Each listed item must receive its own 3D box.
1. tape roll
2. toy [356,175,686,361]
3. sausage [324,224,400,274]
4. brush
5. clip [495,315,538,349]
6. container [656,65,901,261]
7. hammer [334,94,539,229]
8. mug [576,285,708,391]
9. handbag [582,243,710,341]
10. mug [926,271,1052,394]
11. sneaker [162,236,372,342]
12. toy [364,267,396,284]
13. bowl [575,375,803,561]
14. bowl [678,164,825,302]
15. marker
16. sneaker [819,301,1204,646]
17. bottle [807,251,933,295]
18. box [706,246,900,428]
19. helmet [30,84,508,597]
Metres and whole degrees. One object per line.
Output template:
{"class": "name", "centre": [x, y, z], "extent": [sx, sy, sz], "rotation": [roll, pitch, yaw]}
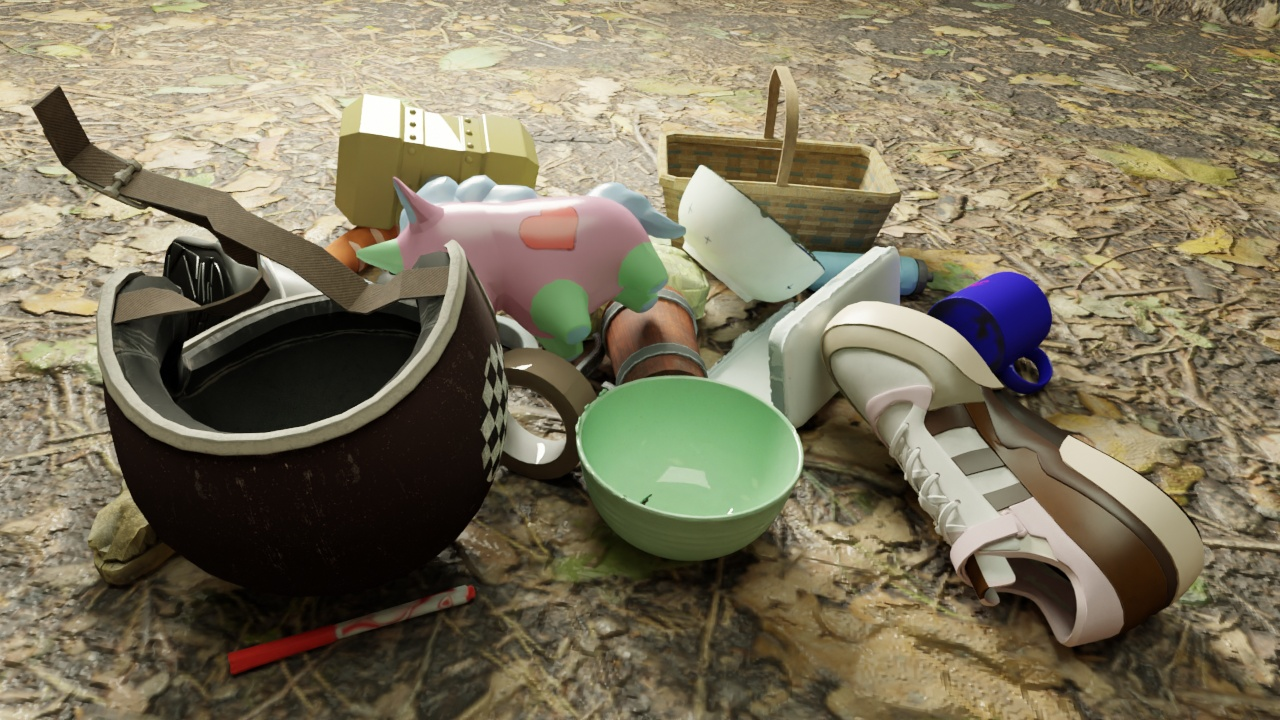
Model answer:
{"class": "tape roll", "centre": [-0.076, 0.039, 0.657], "extent": [0.094, 0.094, 0.030], "rotation": [15, 35, 16]}
{"class": "toy", "centre": [-0.082, -0.085, 0.697], "extent": [0.221, 0.120, 0.171], "rotation": [-34, 81, -19]}
{"class": "sausage", "centre": [-0.274, -0.116, 0.921], "extent": [0.044, 0.039, 0.163], "rotation": [17, 35, 13]}
{"class": "brush", "centre": [-0.308, 0.069, 0.625], "extent": [0.059, 0.043, 0.194], "rotation": [8, 36, 4]}
{"class": "clip", "centre": [-0.182, -0.012, 0.784], "extent": [0.164, 0.031, 0.169], "rotation": [-23, 41, -38]}
{"class": "container", "centre": [0.143, -0.210, 0.981], "extent": [0.250, 0.187, 0.157], "rotation": [4, 33, -1]}
{"class": "hammer", "centre": [-0.183, -0.116, 0.836], "extent": [0.190, 0.101, 0.324], "rotation": [5, 38, -18]}
{"class": "mug", "centre": [-0.004, 0.004, 0.745], "extent": [0.117, 0.081, 0.111], "rotation": [-15, 38, 2]}
{"class": "handbag", "centre": [-0.028, -0.083, 0.830], "extent": [0.186, 0.117, 0.113], "rotation": [-8, 36, -18]}
{"class": "mug", "centre": [0.320, -0.018, 0.821], "extent": [0.083, 0.079, 0.111], "rotation": [-24, 71, -36]}
{"class": "sneaker", "centre": [-0.294, -0.045, 0.753], "extent": [0.160, 0.093, 0.257], "rotation": [7, 3, -36]}
{"class": "toy", "centre": [-0.234, -0.070, 0.863], "extent": [0.049, 0.030, 0.111], "rotation": [29, 32, -15]}
{"class": "bowl", "centre": [0.030, 0.081, 0.621], "extent": [0.151, 0.077, 0.150], "rotation": [3, 33, -2]}
{"class": "bowl", "centre": [0.093, -0.108, 0.860], "extent": [0.153, 0.073, 0.153], "rotation": [40, 8, -7]}
{"class": "marker", "centre": [-0.166, 0.156, 0.540], "extent": [0.142, 0.013, 0.013], "rotation": [-12, 37, -24]}
{"class": "sneaker", "centre": [0.214, 0.078, 0.630], "extent": [0.116, 0.112, 0.294], "rotation": [-31, 58, -24]}
{"class": "bottle", "centre": [0.236, -0.089, 0.942], "extent": [0.130, 0.040, 0.040], "rotation": [3, 33, -3]}
{"class": "box", "centre": [0.141, -0.030, 0.781], "extent": [0.130, 0.106, 0.210], "rotation": [19, 35, 26]}
{"class": "helmet", "centre": [-0.197, 0.011, 0.536], "extent": [0.233, 0.254, 0.233], "rotation": [-6, 51, -6]}
